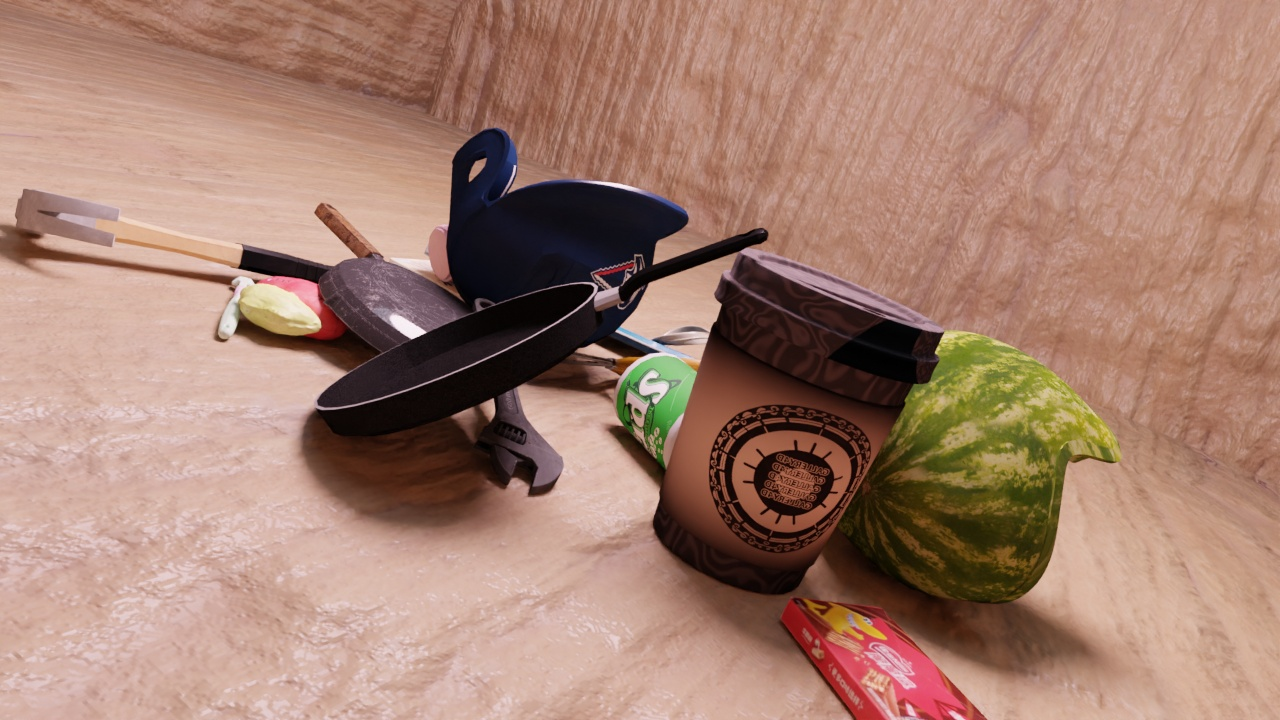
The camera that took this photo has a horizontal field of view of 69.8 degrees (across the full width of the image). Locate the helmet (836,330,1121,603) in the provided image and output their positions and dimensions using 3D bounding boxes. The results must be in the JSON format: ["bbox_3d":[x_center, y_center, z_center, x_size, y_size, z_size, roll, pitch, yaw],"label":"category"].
[{"bbox_3d":[0.269,0.086,0.816,0.246,0.214,0.243,-19,60,-47],"label":"helmet"}]

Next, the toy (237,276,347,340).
[{"bbox_3d":[-0.310,-0.050,0.845,0.091,0.045,0.135,27,13,9],"label":"toy"}]

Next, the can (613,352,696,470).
[{"bbox_3d":[0.037,0.055,0.868,0.087,0.088,0.140,12,17,-32],"label":"can"}]

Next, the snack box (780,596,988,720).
[{"bbox_3d":[0.162,0.209,0.612,0.089,0.021,0.133,13,16,-26],"label":"snack box"}]

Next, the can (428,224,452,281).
[{"bbox_3d":[-0.208,-0.132,1.104,0.076,0.067,0.067,-12,33,-37],"label":"can"}]

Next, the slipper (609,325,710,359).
[{"bbox_3d":[0.066,-0.016,1.195,0.295,0.060,0.118,22,5,10],"label":"slipper"}]

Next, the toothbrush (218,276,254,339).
[{"bbox_3d":[-0.366,-0.049,0.827,0.022,0.015,0.154,13,17,-21],"label":"toothbrush"}]

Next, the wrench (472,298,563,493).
[{"bbox_3d":[-0.120,0.020,0.803,0.073,0.018,0.273,14,30,-26],"label":"wrench"}]

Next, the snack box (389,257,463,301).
[{"bbox_3d":[-0.232,-0.086,1.130,0.150,0.026,0.081,26,15,23],"label":"snack box"}]

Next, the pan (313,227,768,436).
[{"bbox_3d":[-0.072,-0.024,0.683,0.357,0.034,0.225,-18,15,11],"label":"pan"}]

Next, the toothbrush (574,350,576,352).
[{"bbox_3d":[-0.048,-0.092,1.104,0.010,0.181,0.010,25,1,21],"label":"toothbrush"}]

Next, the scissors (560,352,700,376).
[{"bbox_3d":[-0.007,0.006,1.002,0.230,0.016,0.225,1,-7,36],"label":"scissors"}]

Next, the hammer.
[{"bbox_3d":[-0.407,-0.105,0.887,0.327,0.039,0.131,12,1,-44],"label":"hammer"}]

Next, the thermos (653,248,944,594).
[{"bbox_3d":[0.109,0.048,0.708,0.172,0.226,0.172,20,15,-6],"label":"thermos"}]

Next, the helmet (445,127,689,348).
[{"bbox_3d":[-0.079,-0.123,0.988,0.273,0.223,0.232,-15,-15,30],"label":"helmet"}]

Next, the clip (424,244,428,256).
[{"bbox_3d":[-0.211,-0.118,1.207,0.165,0.032,0.164,25,4,-25],"label":"clip"}]

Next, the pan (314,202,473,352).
[{"bbox_3d":[-0.253,-0.083,0.932,0.207,0.040,0.357,20,20,-52],"label":"pan"}]
